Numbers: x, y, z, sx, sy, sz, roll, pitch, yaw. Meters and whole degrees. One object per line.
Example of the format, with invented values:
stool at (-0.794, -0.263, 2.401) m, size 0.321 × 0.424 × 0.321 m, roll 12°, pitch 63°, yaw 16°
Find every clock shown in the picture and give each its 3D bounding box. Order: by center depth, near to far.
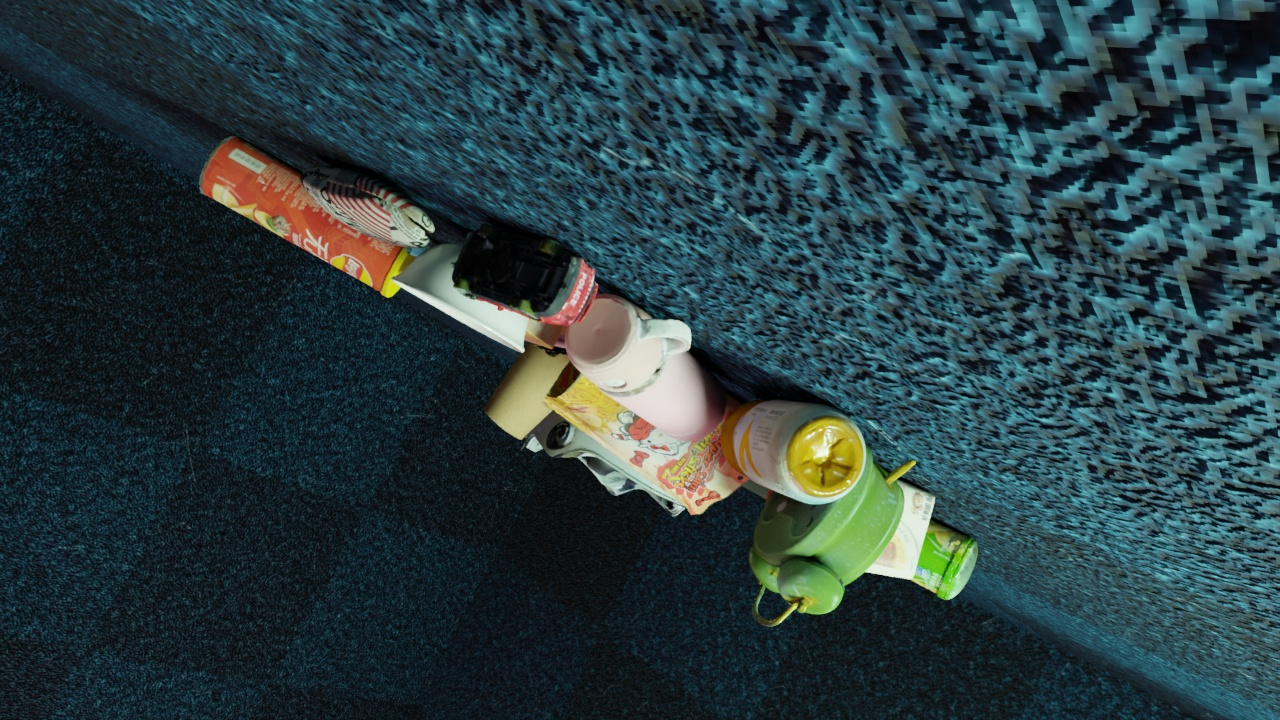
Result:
clock at (0.134, 0.130, 0.694) m, size 0.056 × 0.161 × 0.116 m, roll 38°, pitch 173°, yaw -8°

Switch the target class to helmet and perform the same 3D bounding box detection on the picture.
helmet at (-0.016, 0.098, 1.208) m, size 0.229 × 0.145 × 0.259 m, roll 30°, pitch 166°, yaw -29°

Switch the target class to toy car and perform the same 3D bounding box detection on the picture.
toy car at (-0.077, -0.054, 0.604) m, size 0.121 × 0.053 × 0.045 m, roll 22°, pitch 174°, yaw 42°
toy car at (-0.071, -0.019, 0.990) m, size 0.122 × 0.037 × 0.056 m, roll 13°, pitch 172°, yaw 20°

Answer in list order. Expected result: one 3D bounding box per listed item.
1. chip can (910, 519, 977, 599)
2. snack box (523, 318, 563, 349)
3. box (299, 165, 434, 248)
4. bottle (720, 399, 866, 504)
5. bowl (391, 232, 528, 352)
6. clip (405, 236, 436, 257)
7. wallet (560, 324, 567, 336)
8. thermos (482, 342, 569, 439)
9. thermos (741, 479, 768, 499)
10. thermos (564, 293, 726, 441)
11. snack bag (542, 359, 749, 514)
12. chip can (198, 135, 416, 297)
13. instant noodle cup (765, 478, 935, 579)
chip can at (0.252, 0.179, 0.999) m, size 0.221 × 0.072 × 0.072 m, roll 25°, pitch 174°, yaw 26°
snack box at (-0.155, -0.055, 0.893) m, size 0.157 × 0.026 × 0.084 m, roll 18°, pitch 167°, yaw 43°
box at (-0.223, -0.122, 0.736) m, size 0.164 × 0.051 × 0.068 m, roll 23°, pitch 153°, yaw 47°
bottle at (0.105, 0.063, 0.696) m, size 0.068 × 0.068 × 0.190 m, roll 29°, pitch 175°, yaw -10°
bowl at (-0.130, -0.062, 0.731) m, size 0.118 × 0.064 × 0.118 m, roll 29°, pitch 175°, yaw 3°
clip at (-0.205, -0.106, 0.922) m, size 0.058 × 0.026 × 0.038 m, roll 28°, pitch 168°, yaw -31°
wallet at (-0.072, -0.041, 0.885) m, size 0.101 × 0.020 × 0.115 m, roll 28°, pitch 172°, yaw -11°
thermos at (-0.117, 0.021, 1.088) m, size 0.093 × 0.143 × 0.093 m, roll 40°, pitch -179°, yaw -1°
thermos at (0.113, 0.114, 1.005) m, size 0.243 × 0.090 × 0.068 m, roll 25°, pitch -171°, yaw 33°
thermos at (0.017, 0.007, 0.692) m, size 0.087 × 0.067 × 0.198 m, roll -7°, pitch 159°, yaw 19°
snack bag at (0.021, 0.058, 0.856) m, size 0.208 × 0.129 × 0.073 m, roll 36°, pitch -156°, yaw -17°
chip can at (-0.336, -0.147, 0.944) m, size 0.216 × 0.073 × 0.073 m, roll 29°, pitch 175°, yaw -7°
instant noodle cup at (0.180, 0.135, 0.811) m, size 0.124 × 0.116 × 0.117 m, roll 17°, pitch 175°, yaw -2°
